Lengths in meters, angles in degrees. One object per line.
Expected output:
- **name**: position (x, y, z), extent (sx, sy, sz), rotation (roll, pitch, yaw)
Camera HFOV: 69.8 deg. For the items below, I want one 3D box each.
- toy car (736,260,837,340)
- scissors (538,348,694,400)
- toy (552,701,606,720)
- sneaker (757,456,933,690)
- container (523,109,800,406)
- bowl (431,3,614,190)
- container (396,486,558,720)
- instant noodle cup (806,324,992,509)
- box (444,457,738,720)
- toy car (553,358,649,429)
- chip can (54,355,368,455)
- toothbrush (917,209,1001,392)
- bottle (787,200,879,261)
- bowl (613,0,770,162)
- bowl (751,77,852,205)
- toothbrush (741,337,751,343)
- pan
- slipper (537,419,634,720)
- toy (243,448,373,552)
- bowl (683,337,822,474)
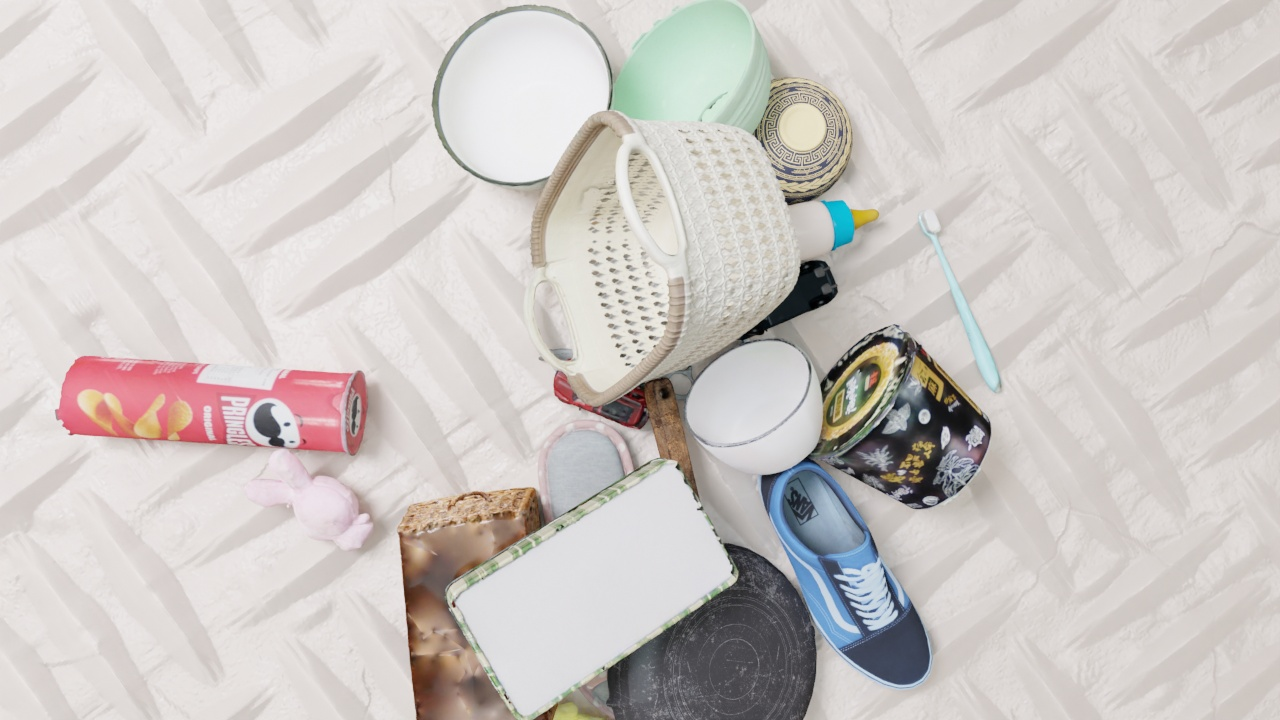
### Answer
- **toy car**: position (0.123, -0.054, 0.817), extent (0.112, 0.034, 0.046), rotation (-23, 91, -14)
- **scissors**: position (-0.005, -0.011, 0.820), extent (0.170, 0.014, 0.095), rotation (24, 97, -5)
- **toy**: position (-0.043, 0.377, 0.770), extent (0.170, 0.065, 0.154), rotation (21, 65, -5)
- **sneaker**: position (0.179, 0.190, 0.790), extent (0.083, 0.098, 0.241), rotation (-32, 92, -3)
- **container**: position (0.008, -0.076, 0.709), extent (0.142, 0.247, 0.184), rotation (-12, 79, -25)
- **bowl**: position (-0.091, -0.213, 0.778), extent (0.153, 0.073, 0.153), rotation (-1, 83, 11)
- **container**: position (-0.134, 0.210, 0.765), extent (0.114, 0.113, 0.198), rotation (-8, 89, -3)
- **instant noodle cup**: position (0.222, 0.055, 0.782), extent (0.112, 0.137, 0.137), rotation (35, 88, -13)
- **box**: position (-0.035, 0.169, 0.702), extent (0.205, 0.050, 0.117), rotation (-31, 92, -17)
- **toy car**: position (-0.033, 0.030, 0.806), extent (0.091, 0.036, 0.042), rotation (24, 106, 2)
- **chip can**: position (-0.356, 0.037, 0.772), extent (0.233, 0.073, 0.073), rotation (4, 90, -3)
- **toothbrush**: position (0.293, -0.054, 0.838), extent (0.016, 0.016, 0.180), rotation (-23, 92, -4)
- **bottle**: position (0.141, -0.113, 0.811), extent (0.146, 0.051, 0.051), rotation (-14, 91, -3)
- **bowl**: position (0.051, -0.221, 0.776), extent (0.077, 0.151, 0.151), rotation (30, 88, -45)
- **bowl**: position (0.135, -0.197, 0.805), extent (0.112, 0.061, 0.112), rotation (0, 90, -3)
- **toothbrush**: position (0.083, -0.036, 0.826), extent (0.017, 0.016, 0.189), rotation (-23, 91, 7)
- **pan**: position (0.054, 0.183, 0.778), extent (0.207, 0.040, 0.357), rotation (-12, 90, -27)
- **slipper**: position (-0.027, 0.187, 0.800), extent (0.114, 0.054, 0.274), rotation (-14, 91, -3)
- **toy**: position (-0.277, 0.120, 0.780), extent (0.064, 0.047, 0.110), rotation (-34, 120, 29)
- **bowl**: position (0.102, 0.044, 0.770), extent (0.116, 0.116, 0.066), rotation (-39, 126, -3)
